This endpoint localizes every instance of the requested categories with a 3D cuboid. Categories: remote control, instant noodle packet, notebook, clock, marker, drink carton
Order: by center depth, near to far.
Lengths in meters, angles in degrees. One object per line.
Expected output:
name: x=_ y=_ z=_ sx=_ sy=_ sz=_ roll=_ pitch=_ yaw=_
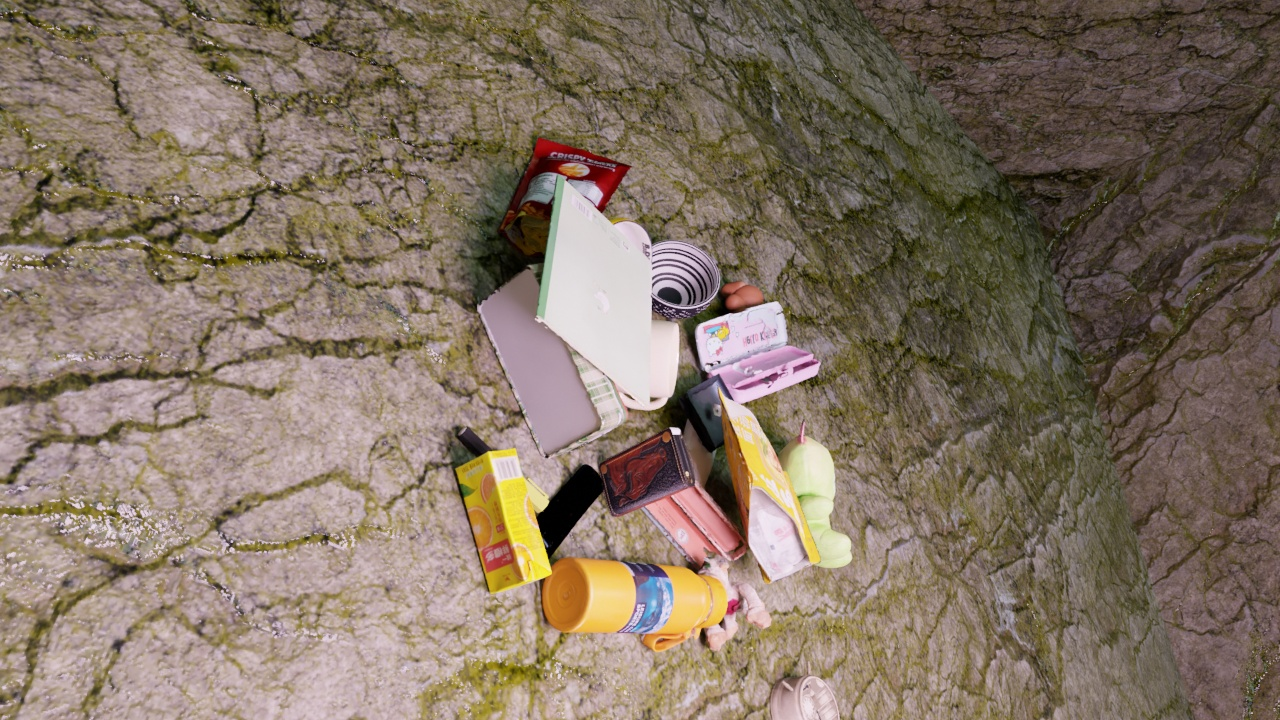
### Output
drink carton: x=-0.138 y=0.162 z=0.928 sx=0.042 sy=0.059 sz=0.134 roll=-2 pitch=69 yaw=-51
marker: x=-0.146 y=0.116 z=0.984 sx=0.021 sy=0.017 sz=0.124 roll=-46 pitch=107 yaw=-8
remote control: x=-0.082 y=0.168 z=1.026 sx=0.041 sy=0.020 sz=0.151 roll=55 pitch=34 yaw=-9
notebook: x=-0.046 y=-0.087 z=1.070 sx=0.182 sy=0.010 sz=0.252 roll=41 pitch=34 yaw=-34
clock: x=0.221 y=0.463 z=1.163 sx=0.092 sy=0.055 sz=0.140 roll=-8 pitch=70 yaw=-53
instant noodle packet: x=0.148 y=0.152 z=1.164 sx=0.162 sy=0.084 sz=0.222 roll=-102 pitch=169 yaw=-47
remote control: x=0.081 y=0.118 z=1.257 sx=0.049 sy=0.024 sz=0.143 roll=45 pitch=37 yaw=-21

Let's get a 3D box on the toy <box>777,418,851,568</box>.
toy: x=0.240 y=0.202 z=1.326 sx=0.150 sy=0.107 sz=0.196 roll=60 pitch=10 yaw=-66

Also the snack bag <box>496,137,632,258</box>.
snack bag: x=-0.100 y=-0.224 z=1.210 sx=0.139 sy=0.067 sz=0.207 roll=11 pitch=48 yaw=7

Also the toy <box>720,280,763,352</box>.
toy: x=0.166 y=-0.063 z=1.471 sx=0.094 sy=0.065 sz=0.127 roll=20 pitch=62 yaw=-38

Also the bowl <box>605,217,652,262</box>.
bowl: x=-0.048 y=-0.137 z=1.223 sx=0.117 sy=0.068 sz=0.117 roll=-21 pitch=123 yaw=-37

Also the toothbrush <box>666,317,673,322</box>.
toothbrush: x=0.045 y=-0.074 z=1.357 sx=0.013 sy=0.013 sz=0.167 roll=25 pitch=48 yaw=-28

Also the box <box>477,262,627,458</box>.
box: x=-0.102 y=-0.001 z=1.040 sx=0.051 sy=0.118 sz=0.205 roll=-16 pitch=77 yaw=-49

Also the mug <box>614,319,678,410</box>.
mug: x=-0.007 y=0.007 z=1.167 sx=0.096 sy=0.100 sz=0.120 roll=-64 pitch=157 yaw=-67

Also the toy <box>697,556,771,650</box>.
toy: x=0.107 y=0.287 z=1.123 sx=0.106 sy=0.085 sz=0.074 roll=63 pitch=21 yaw=12

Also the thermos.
thermos: x=-0.002 y=0.269 z=1.018 sx=0.232 sy=0.091 sz=0.076 roll=17 pitch=25 yaw=-44

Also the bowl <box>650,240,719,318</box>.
bowl: x=0.048 y=-0.107 z=1.327 sx=0.120 sy=0.067 sz=0.120 roll=6 pitch=58 yaw=-10

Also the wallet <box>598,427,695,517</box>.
wallet: x=0.006 y=0.132 z=1.070 sx=0.019 sy=0.123 sz=0.072 roll=8 pitch=60 yaw=-48

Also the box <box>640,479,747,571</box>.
box: x=0.056 y=0.192 z=1.151 sx=0.187 sy=0.082 sz=0.041 roll=48 pitch=5 yaw=-14

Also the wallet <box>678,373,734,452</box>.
wallet: x=0.101 y=0.072 z=1.269 sx=0.114 sy=0.026 sz=0.089 roll=-25 pitch=85 yaw=-57

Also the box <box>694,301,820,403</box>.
box: x=0.172 y=-0.006 z=1.399 sx=0.201 sy=0.077 sz=0.146 roll=-16 pitch=64 yaw=-41
